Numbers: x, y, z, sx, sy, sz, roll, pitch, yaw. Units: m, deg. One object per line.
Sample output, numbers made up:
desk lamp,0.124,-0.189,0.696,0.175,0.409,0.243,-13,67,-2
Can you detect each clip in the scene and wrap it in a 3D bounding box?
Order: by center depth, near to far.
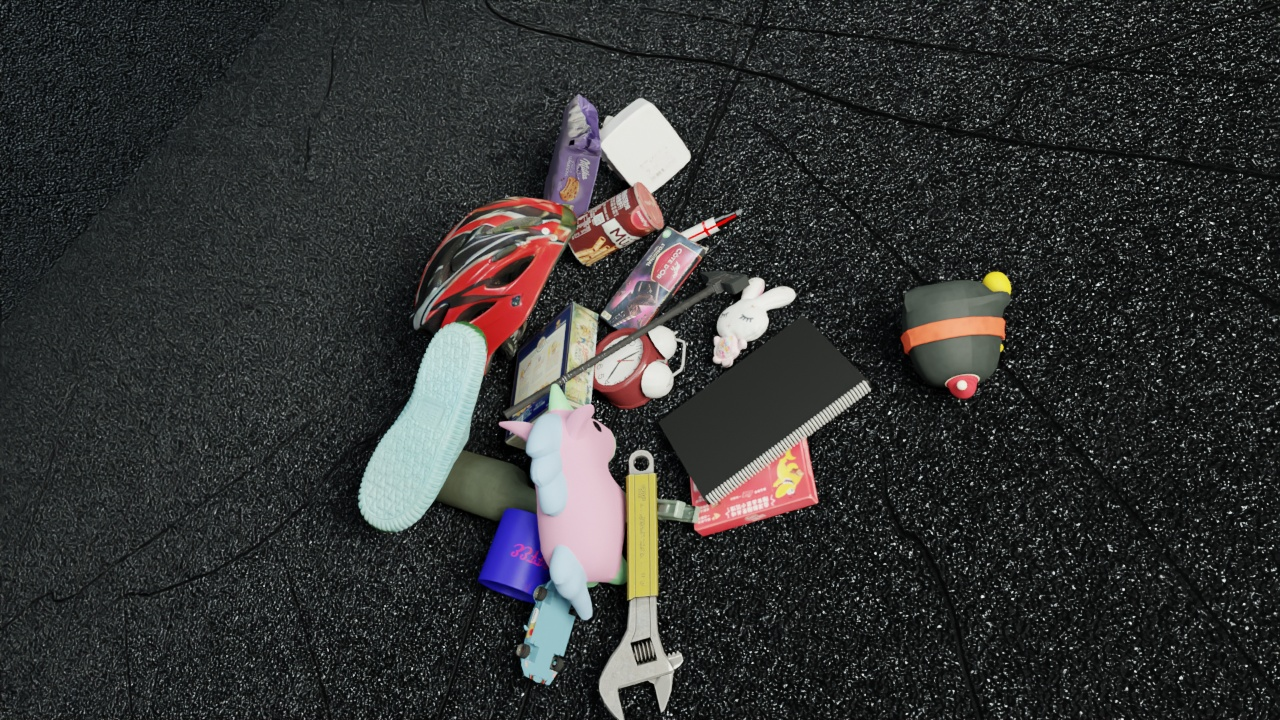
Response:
clip,0.031,0.161,0.987,0.076,0.047,0.023,-9,62,60

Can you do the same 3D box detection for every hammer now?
hammer,-0.023,-0.022,1.082,0.324,0.015,0.095,-32,21,-16

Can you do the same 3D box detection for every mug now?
mug,-0.139,0.226,1.053,0.111,0.079,0.083,-25,41,58

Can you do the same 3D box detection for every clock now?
clock,-0.007,0.006,1.124,0.138,0.048,0.096,-13,53,29

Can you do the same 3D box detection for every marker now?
marker,0.069,-0.166,1.211,0.146,0.019,0.019,-24,49,20

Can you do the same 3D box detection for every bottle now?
bottle,-0.188,0.157,1.132,0.207,0.071,0.071,9,65,39

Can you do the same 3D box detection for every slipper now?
slipper,-0.254,0.085,1.131,0.116,0.069,0.276,21,86,32

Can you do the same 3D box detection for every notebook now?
notebook,0.129,0.050,0.997,0.207,0.016,0.149,-37,36,4

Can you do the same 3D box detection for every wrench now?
wrench,-0.002,0.224,0.941,0.083,0.018,0.273,-1,70,-2

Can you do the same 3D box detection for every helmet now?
helmet,-0.191,-0.110,1.218,0.273,0.167,0.217,-47,19,23

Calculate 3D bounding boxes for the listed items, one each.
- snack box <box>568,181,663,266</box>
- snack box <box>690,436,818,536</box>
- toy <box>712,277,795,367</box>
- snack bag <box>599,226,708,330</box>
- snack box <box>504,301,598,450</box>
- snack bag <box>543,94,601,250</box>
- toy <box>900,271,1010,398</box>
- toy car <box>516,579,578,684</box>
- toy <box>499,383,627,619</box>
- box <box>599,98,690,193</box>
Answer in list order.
snack box,-0.037,-0.187,1.266,0.121,0.072,0.072,-26,48,19
snack box,0.116,0.126,0.971,0.133,0.021,0.089,-21,50,23
toy,0.122,-0.047,1.076,0.076,0.037,0.125,19,65,50
snack bag,0.015,-0.098,1.192,0.074,0.018,0.155,37,90,38
snack box,-0.112,0.022,1.156,0.145,0.042,0.144,-36,40,44
snack bag,-0.099,-0.263,1.294,0.058,0.206,0.096,5,48,-13
toy,0.305,-0.019,0.892,0.098,0.099,0.119,139,128,-71
toy car,-0.103,0.290,0.988,0.028,0.060,0.107,-9,55,45
toy,-0.072,0.152,0.981,0.120,0.171,0.221,-12,53,28
box,-0.008,-0.312,1.318,0.103,0.110,0.130,-39,26,7
